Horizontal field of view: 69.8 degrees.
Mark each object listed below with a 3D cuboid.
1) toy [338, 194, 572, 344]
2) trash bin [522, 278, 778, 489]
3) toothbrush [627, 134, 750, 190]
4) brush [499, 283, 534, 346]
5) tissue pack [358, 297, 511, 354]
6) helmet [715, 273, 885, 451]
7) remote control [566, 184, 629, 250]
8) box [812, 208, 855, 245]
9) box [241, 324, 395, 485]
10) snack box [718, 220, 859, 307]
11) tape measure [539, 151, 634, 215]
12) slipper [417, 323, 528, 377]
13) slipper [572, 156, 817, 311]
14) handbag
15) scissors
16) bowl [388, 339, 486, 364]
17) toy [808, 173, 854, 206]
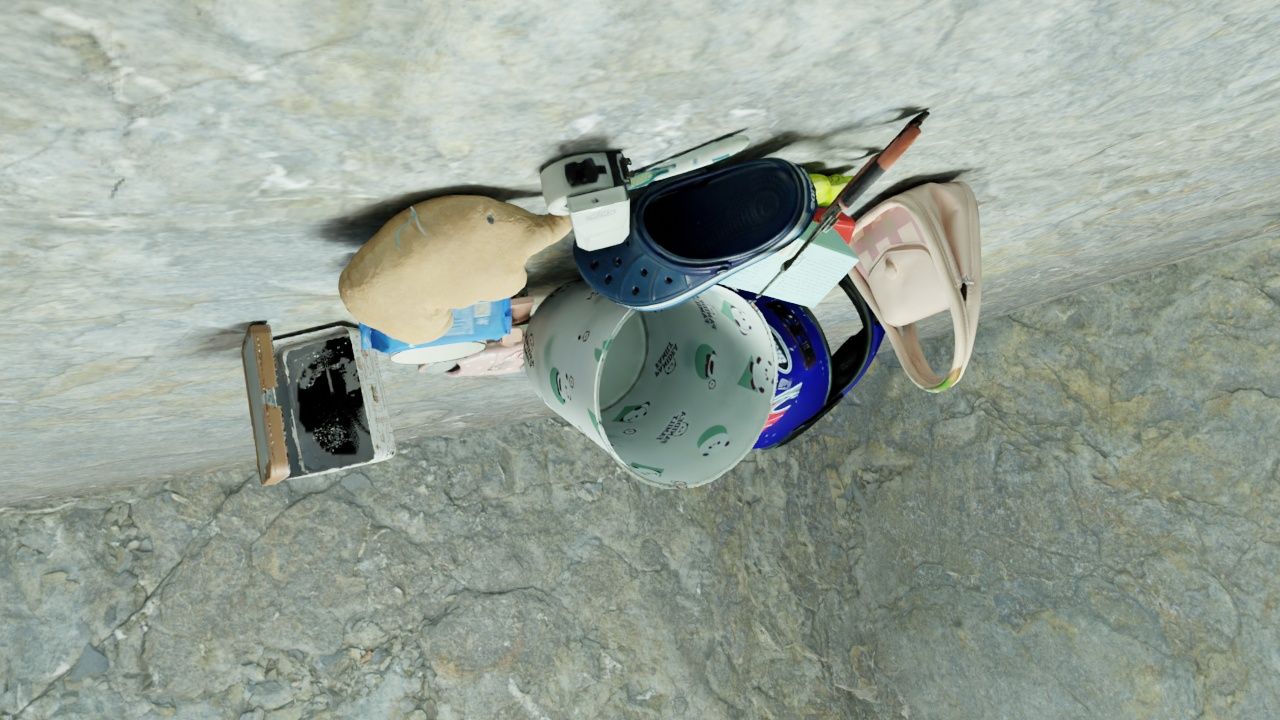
[{"bbox_3d":[-0.155,-0.091,0.794,0.226,0.082,0.143,-28,156,16],"label":"toy"},{"bbox_3d":[-0.006,0.006,1.077,0.229,0.230,0.252,-8,-166,-28],"label":"trash bin"},{"bbox_3d":[0.008,-0.160,0.798,0.192,0.016,0.018,-15,-178,27],"label":"toothbrush"},{"bbox_3d":[-0.163,-0.054,1.113,0.063,0.073,0.146,-11,175,-10],"label":"brush"},{"bbox_3d":[-0.201,-0.062,0.907,0.157,0.095,0.052,-8,-158,-24],"label":"tissue pack"},{"bbox_3d":[0.167,-0.012,1.236,0.316,0.247,0.239,-35,178,35],"label":"helmet"},{"bbox_3d":[-0.033,-0.117,0.762,0.049,0.024,0.125,-15,174,-2],"label":"remote control"},{"bbox_3d":[0.136,-0.141,1.031,0.201,0.095,0.101,-4,-149,-41],"label":"box"},{"bbox_3d":[-0.410,0.049,1.098,0.154,0.182,0.185,-13,176,3],"label":"box"},{"bbox_3d":[0.141,-0.107,0.929,0.174,0.051,0.074,9,132,-46],"label":"snack box"},{"bbox_3d":[-0.048,-0.144,0.750,0.065,0.033,0.066,-11,172,-30],"label":"tape measure"},{"bbox_3d":[-0.191,-0.013,1.342,0.273,0.054,0.114,-16,172,-27],"label":"slipper"},{"bbox_3d":[0.037,-0.114,0.841,0.253,0.105,0.095,-15,170,32],"label":"slipper"},{"bbox_3d":[0.333,-0.078,1.090,0.093,0.234,0.193,-12,173,-14],"label":"handbag"},{"bbox_3d":[0.180,-0.140,0.822,0.226,0.015,0.188,-47,180,16],"label":"scissors"},{"bbox_3d":[-0.247,-0.039,1.105,0.116,0.066,0.116,-10,172,-2],"label":"bowl"},{"bbox_3d":[0.170,-0.169,0.926,0.100,0.031,0.097,-11,175,-11],"label":"toy"}]
